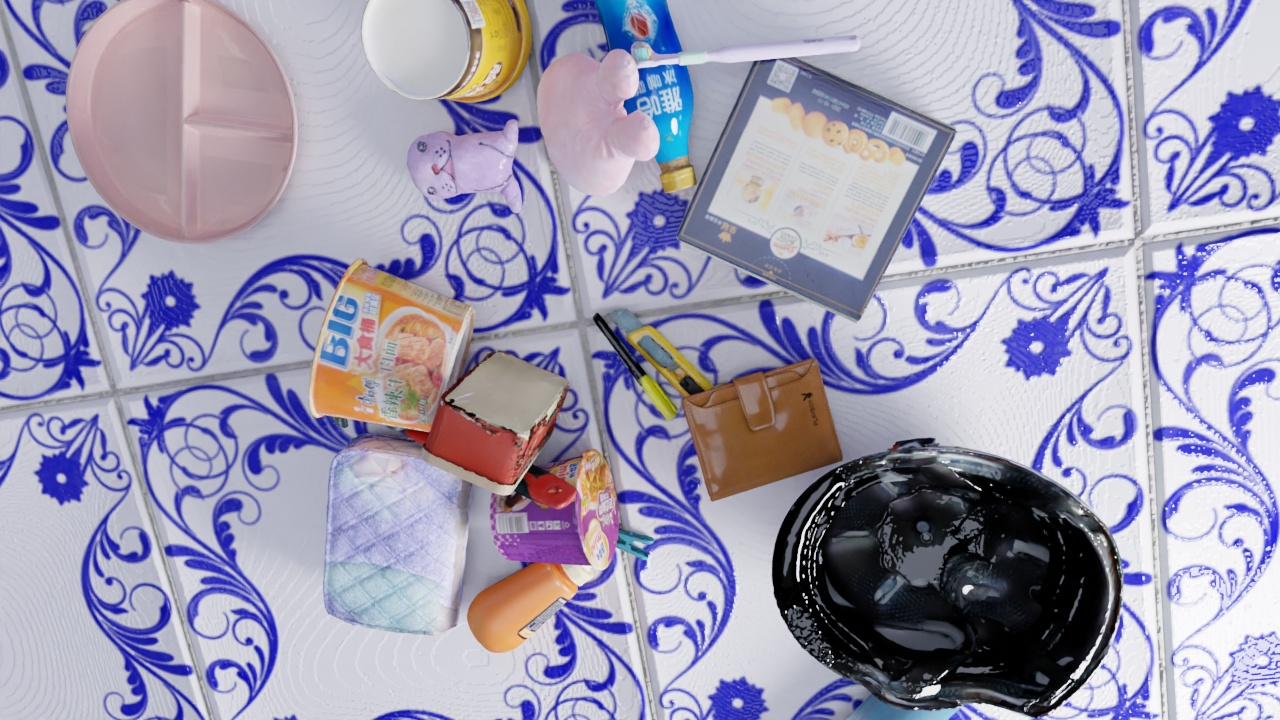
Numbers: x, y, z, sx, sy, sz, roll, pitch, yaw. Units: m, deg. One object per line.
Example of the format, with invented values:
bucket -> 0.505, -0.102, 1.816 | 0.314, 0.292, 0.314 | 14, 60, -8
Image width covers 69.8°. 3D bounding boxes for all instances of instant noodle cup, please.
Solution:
instant noodle cup -> -0.083, 0.145, 0.872 | 0.099, 0.111, 0.111 | -8, 102, 18
instant noodle cup -> -0.220, -0.006, 0.833 | 0.111, 0.151, 0.151 | 16, 105, -6
instant noodle cup -> -0.164, -0.271, 0.765 | 0.118, 0.114, 0.119 | 5, 113, 11

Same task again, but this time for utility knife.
utility knife -> 0.036, 0.015, 0.867 | 0.181, 0.015, 0.033 | 44, 101, -5

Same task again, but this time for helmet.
helmet -> 0.263, 0.174, 0.806 | 0.274, 0.156, 0.230 | 3, 97, 16

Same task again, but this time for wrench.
wrench -> -0.176, 0.079, 0.854 | 0.274, 0.056, 0.016 | 19, 128, 23

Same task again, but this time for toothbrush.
toothbrush -> 0.087, -0.254, 0.747 | 0.189, 0.021, 0.029 | -5, 58, -5

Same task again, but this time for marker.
marker -> -0.005, 0.005, 0.869 | 0.015, 0.018, 0.124 | -36, 96, 12

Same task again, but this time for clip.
clip -> -0.015, 0.180, 0.914 | 0.057, 0.014, 0.047 | 21, 107, 3

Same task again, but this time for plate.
plate -> -0.427, -0.225, 0.863 | 0.229, 0.028, 0.230 | 2, 104, 7

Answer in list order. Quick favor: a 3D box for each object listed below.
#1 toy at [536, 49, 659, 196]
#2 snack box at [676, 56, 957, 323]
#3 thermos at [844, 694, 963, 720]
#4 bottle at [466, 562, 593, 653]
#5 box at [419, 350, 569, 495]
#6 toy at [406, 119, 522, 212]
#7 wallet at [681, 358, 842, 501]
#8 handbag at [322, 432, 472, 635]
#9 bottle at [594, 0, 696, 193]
toy -> -0.036, -0.199, 0.769 | 0.054, 0.160, 0.121 | -27, 107, -27
snack box -> 0.149, -0.152, 0.798 | 0.178, 0.045, 0.183 | 25, 104, 1
thermos -> 0.254, 0.341, 0.892 | 0.070, 0.070, 0.221 | 39, 105, -3
bottle -> -0.100, 0.229, 0.915 | 0.149, 0.066, 0.067 | -36, 96, 6
box -> -0.119, 0.044, 0.815 | 0.091, 0.168, 0.076 | 23, 107, 1
toy -> -0.160, -0.176, 0.836 | 0.108, 0.038, 0.084 | 0, 112, 6
wallet -> 0.113, 0.063, 0.852 | 0.132, 0.031, 0.108 | -17, 102, -1
handbag -> -0.237, 0.168, 0.908 | 0.134, 0.075, 0.194 | 9, 105, 0
bottle -> 0.005, -0.253, 0.784 | 0.065, 0.065, 0.219 | -14, 102, 10
